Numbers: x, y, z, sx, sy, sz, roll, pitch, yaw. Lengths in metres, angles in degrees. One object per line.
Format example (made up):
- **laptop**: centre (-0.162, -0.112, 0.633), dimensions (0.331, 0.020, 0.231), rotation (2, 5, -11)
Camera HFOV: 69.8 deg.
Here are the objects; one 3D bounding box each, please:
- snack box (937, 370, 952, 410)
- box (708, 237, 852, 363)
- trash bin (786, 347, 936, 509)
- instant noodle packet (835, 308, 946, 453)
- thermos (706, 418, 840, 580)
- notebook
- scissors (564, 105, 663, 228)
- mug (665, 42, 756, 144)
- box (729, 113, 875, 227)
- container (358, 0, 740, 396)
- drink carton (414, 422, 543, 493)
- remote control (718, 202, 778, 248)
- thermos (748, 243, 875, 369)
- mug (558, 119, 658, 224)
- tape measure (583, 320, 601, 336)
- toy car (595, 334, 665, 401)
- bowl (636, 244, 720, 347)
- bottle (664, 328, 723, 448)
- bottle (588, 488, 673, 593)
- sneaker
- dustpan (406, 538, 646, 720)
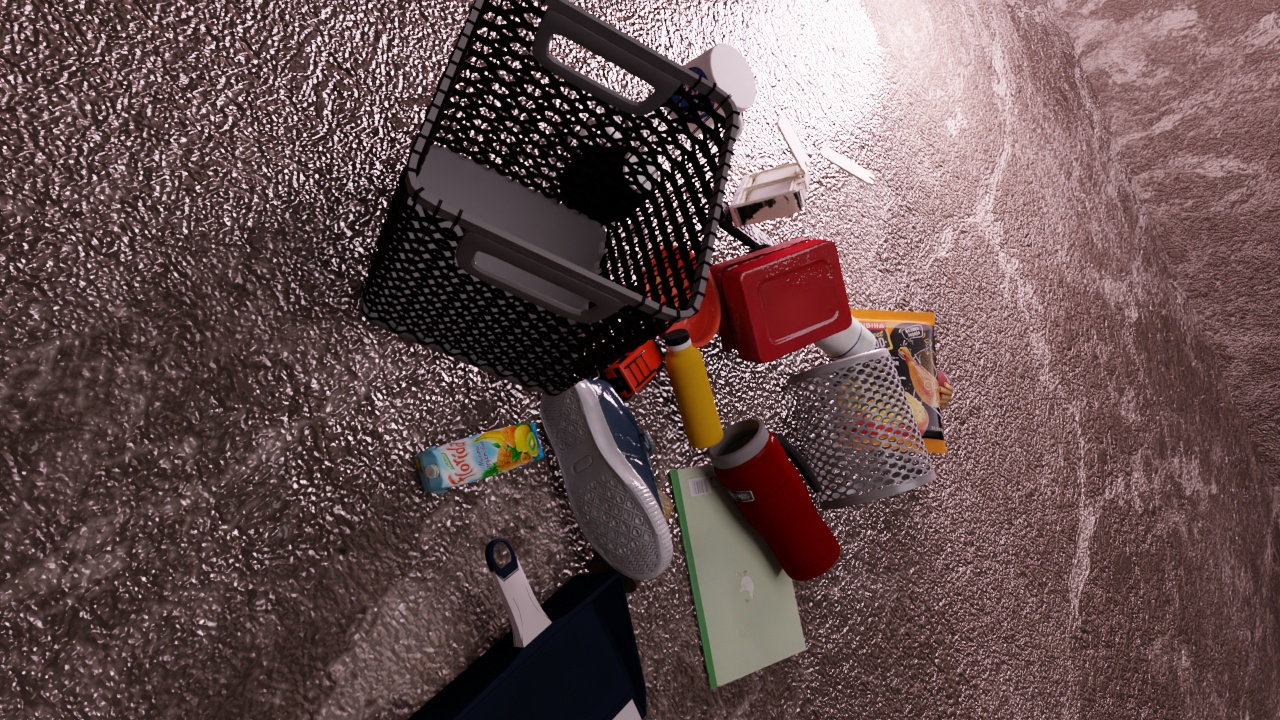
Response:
- **snack box**: centre (0.430, 0.046, 1.439), dimensions (0.121, 0.072, 0.072), rotation (4, 74, -44)
- **box**: centre (0.178, -0.080, 1.170), dimensions (0.157, 0.087, 0.129), rotation (-21, 105, -19)
- **trash bin**: centre (0.290, 0.089, 1.232), dimensions (0.156, 0.157, 0.183), rotation (-11, 82, -46)
- **instant noodle packet**: centre (0.364, 0.027, 1.358), dimensions (0.160, 0.032, 0.220), rotation (3, 70, -2)
- **thermos**: centre (0.171, 0.162, 1.119), dimensions (0.107, 0.084, 0.198), rotation (-43, 110, -26)
- **notebook**: centre (0.120, 0.247, 1.115), dimensions (0.181, 0.010, 0.252), rotation (-3, 78, -45)
- **scissors**: centre (-0.029, -0.244, 1.128), dimensions (0.171, 0.013, 0.157), rotation (18, 66, -40)
- **mug**: centre (0.098, -0.347, 1.229), dimensions (0.090, 0.090, 0.121), rotation (-30, 98, -45)
- **box**: centre (0.204, -0.266, 1.206), dimensions (0.143, 0.188, 0.105), rotation (-66, 140, -59)
- **container**: centre (-0.093, -0.134, 0.826), dimensions (0.247, 0.244, 0.245), rotation (24, 60, -19)
- **drink carton**: centre (-0.153, 0.092, 0.877), dimensions (0.128, 0.039, 0.044), rotation (-14, 86, -45)
- **remote control**: centre (0.157, -0.168, 1.274), dimensions (0.150, 0.022, 0.047), rotation (29, 34, -36)
- **thermos**: centre (0.234, -0.072, 1.281), dimensions (0.230, 0.068, 0.067), rotation (36, 54, -26)
- **mug**: centre (-0.034, -0.219, 1.040), dimensions (0.084, 0.100, 0.119), rotation (-13, 93, -40)
- **tape measure**: centre (-0.072, -0.041, 0.988), dimensions (0.058, 0.059, 0.038), rotation (-41, 106, -46)
- **toy car**: centre (-0.006, 0.006, 1.042), dimensions (0.100, 0.049, 0.051), rotation (-42, 107, -44)
- **bowl**: centre (0.038, -0.073, 1.113), dimensions (0.130, 0.045, 0.130), rotation (16, 66, -40)
- **bottle**: centre (0.060, 0.032, 1.073), dimensions (0.043, 0.043, 0.144), rotation (-43, 124, -43)
- **bottle**: centre (-0.009, 0.187, 0.975), dimensions (0.056, 0.056, 0.105), rotation (48, 49, -23)
- **sneaker**: centre (-0.024, 0.113, 0.946), dimensions (0.087, 0.089, 0.235), rotation (-1, 59, -51)
- **dustpan**: centre (-0.094, 0.287, 0.842), dimensions (0.235, 0.080, 0.273), rotation (-33, 100, -45)
